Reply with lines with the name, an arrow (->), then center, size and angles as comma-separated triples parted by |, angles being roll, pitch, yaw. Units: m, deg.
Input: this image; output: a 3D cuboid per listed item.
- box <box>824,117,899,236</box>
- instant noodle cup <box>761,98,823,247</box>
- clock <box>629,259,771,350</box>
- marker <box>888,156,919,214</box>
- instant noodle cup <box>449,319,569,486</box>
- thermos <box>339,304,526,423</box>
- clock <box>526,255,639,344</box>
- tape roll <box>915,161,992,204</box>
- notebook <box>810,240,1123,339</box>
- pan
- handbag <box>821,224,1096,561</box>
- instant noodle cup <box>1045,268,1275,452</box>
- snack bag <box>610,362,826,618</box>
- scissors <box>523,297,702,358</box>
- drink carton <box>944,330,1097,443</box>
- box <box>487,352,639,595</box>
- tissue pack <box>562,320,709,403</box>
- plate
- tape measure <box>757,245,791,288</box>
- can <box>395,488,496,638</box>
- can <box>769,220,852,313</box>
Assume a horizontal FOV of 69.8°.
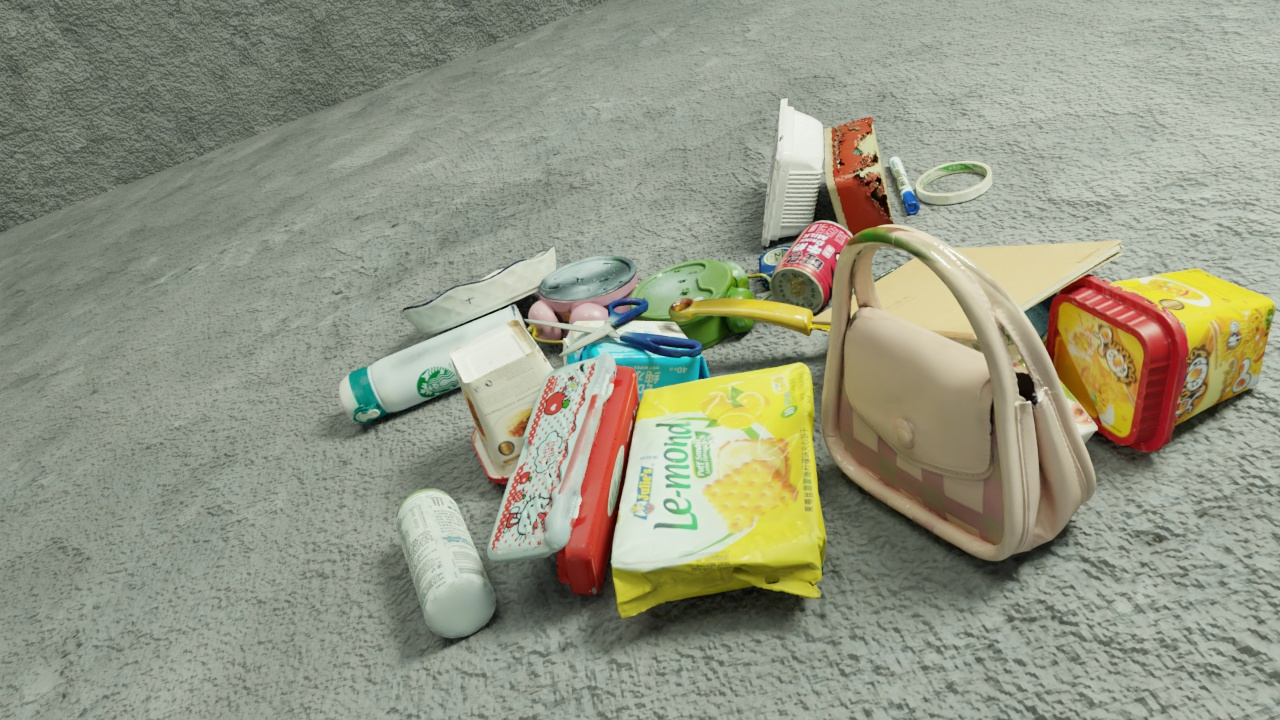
box -> 0.267, -0.223, 1.093 | 0.077, 0.091, 0.168 | -13, 32, 19
instant noodle cup -> 0.189, -0.231, 1.129 | 0.060, 0.138, 0.173 | 7, 36, 4
clock -> 0.067, -0.062, 1.000 | 0.161, 0.056, 0.116 | -17, 32, 7
marker -> 0.321, -0.217, 1.123 | 0.017, 0.017, 0.145 | -13, 32, 14
instant noodle cup -> -0.121, 0.038, 0.891 | 0.116, 0.124, 0.116 | -28, 32, -10
thermos -> -0.236, 0.009, 1.062 | 0.224, 0.073, 0.073 | -22, 31, -1
clock -> -0.066, -0.063, 1.065 | 0.117, 0.060, 0.158 | 6, 34, 31
tape roll -> 0.371, -0.211, 1.087 | 0.086, 0.014, 0.085 | -15, 32, 10
notebook -> 0.256, -0.059, 0.754 | 0.149, 0.012, 0.212 | -29, 15, -17
pan -> 0.201, -0.039, 0.862 | 0.358, 0.078, 0.197 | -5, 34, 24
handbag -> 0.203, 0.008, 0.638 | 0.093, 0.234, 0.193 | -31, 33, -17
instant noodle cup -> 0.389, -0.010, 0.687 | 0.123, 0.116, 0.116 | -16, 30, -13
snack bag -> 0.069, 0.099, 0.739 | 0.158, 0.068, 0.245 | -11, 33, 15
scissors -> -0.024, -0.030, 0.881 | 0.174, 0.012, 0.162 | 9, 26, 5
drink carton -> 0.288, 0.022, 0.708 | 0.053, 0.045, 0.122 | -24, 59, -6
box -> -0.064, 0.086, 0.769 | 0.098, 0.095, 0.200 | 6, 49, 9
tissue pack -> -0.005, 0.005, 0.902 | 0.140, 0.063, 0.090 | 0, 26, -18
plate -> -0.194, -0.084, 1.141 | 0.205, 0.045, 0.204 | -23, 9, 4
tape measure -> 0.160, -0.106, 1.041 | 0.054, 0.025, 0.058 | -10, 37, 14
can -> -0.169, 0.169, 0.783 | 0.058, 0.058, 0.146 | -28, 32, -11
can -> 0.183, -0.097, 0.973 | 0.067, 0.066, 0.093 | 6, 40, 37
